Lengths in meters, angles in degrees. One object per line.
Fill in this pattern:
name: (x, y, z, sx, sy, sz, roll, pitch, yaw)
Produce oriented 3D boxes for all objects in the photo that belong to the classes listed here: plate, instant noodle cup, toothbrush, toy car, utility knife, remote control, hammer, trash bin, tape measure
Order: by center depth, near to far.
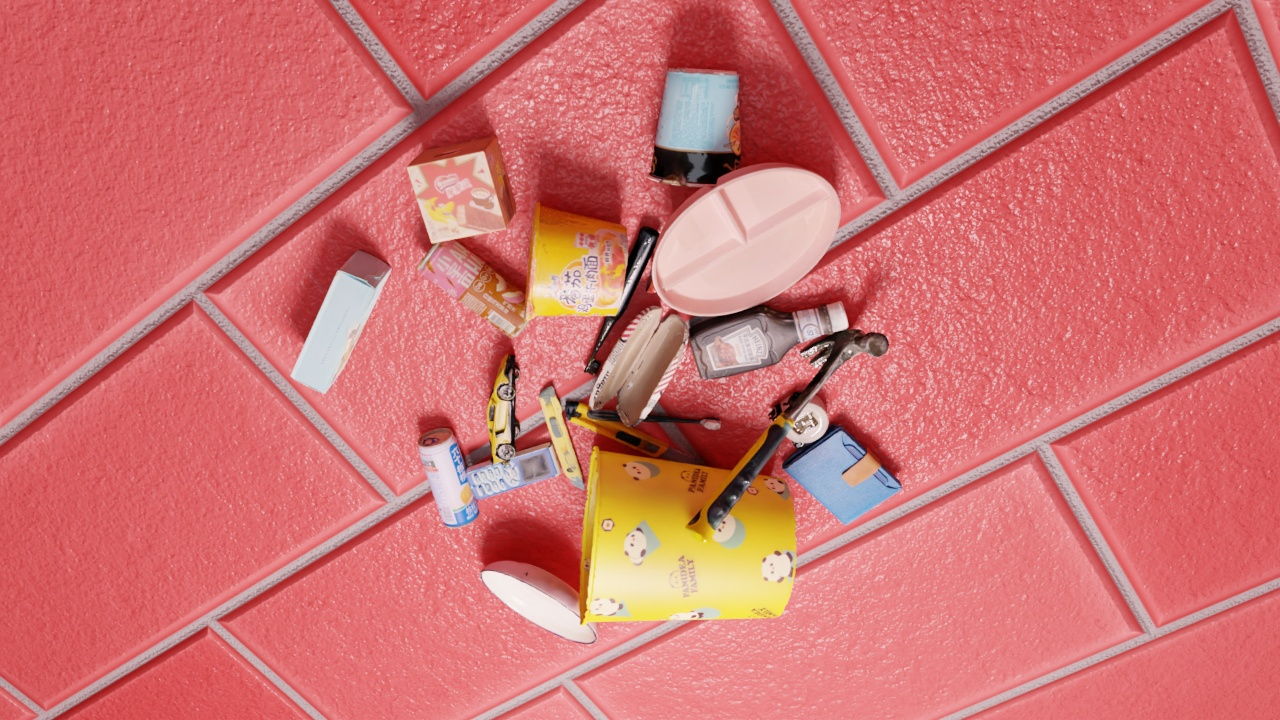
instant noodle cup: (0.065, -0.260, 1.014, 0.111, 0.111, 0.120, 4, 111, 1)
plate: (0.118, -0.137, 1.050, 0.229, 0.028, 0.230, -15, 145, -11)
instant noodle cup: (-0.076, -0.111, 1.081, 0.109, 0.138, 0.138, 6, 117, -9)
hammer: (0.165, 0.087, 1.110, 0.032, 0.126, 0.323, 43, 80, -16)
toothbrush: (-0.028, -0.069, 1.152, 0.027, 0.026, 0.213, 25, 116, -1)
trash bin: (0.055, 0.235, 1.201, 0.255, 0.229, 0.230, 4, 117, -6)
toy car: (-0.179, 0.063, 1.202, 0.041, 0.071, 0.156, 4, 114, -3)
tape measure: (0.213, 0.075, 1.208, 0.066, 0.033, 0.066, -39, 110, 20)
toothbrush: (0.018, 0.079, 1.222, 0.181, 0.018, 0.016, 5, 108, -2)
utility knife: (-0.009, 0.104, 1.243, 0.209, 0.015, 0.033, 24, 115, -9)
utility knife: (-0.106, 0.107, 1.253, 0.031, 0.018, 0.167, -2, 123, 28)
remote control: (-0.175, 0.151, 1.262, 0.125, 0.024, 0.049, -16, 115, -2)
plate: (-0.139, 0.339, 1.313, 0.192, 0.038, 0.193, 23, 150, 14)

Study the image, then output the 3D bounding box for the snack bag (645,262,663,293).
snack bag: (0.058, -0.090, 1.136, 0.105, 0.026, 0.045, 16, 108, -6)

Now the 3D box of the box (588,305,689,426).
box: (-0.011, 0.005, 1.162, 0.088, 0.076, 0.163, 13, 121, -30)

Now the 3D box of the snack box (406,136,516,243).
snack box: (-0.206, -0.199, 1.068, 0.093, 0.077, 0.094, -9, 115, 8)

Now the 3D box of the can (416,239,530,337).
can: (-0.200, -0.091, 1.132, 0.147, 0.057, 0.058, 37, 113, -14)

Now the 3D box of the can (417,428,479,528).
can: (-0.265, 0.162, 1.265, 0.053, 0.053, 0.135, -9, 116, 7)

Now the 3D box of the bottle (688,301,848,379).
bottle: (0.161, -0.032, 1.151, 0.195, 0.044, 0.080, -15, 116, 9)

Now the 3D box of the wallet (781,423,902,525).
wallet: (0.274, 0.156, 1.244, 0.133, 0.040, 0.107, 42, 116, -17)

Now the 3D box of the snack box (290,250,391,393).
snack box: (-0.377, -0.048, 1.154, 0.051, 0.074, 0.175, 29, 115, -10)
